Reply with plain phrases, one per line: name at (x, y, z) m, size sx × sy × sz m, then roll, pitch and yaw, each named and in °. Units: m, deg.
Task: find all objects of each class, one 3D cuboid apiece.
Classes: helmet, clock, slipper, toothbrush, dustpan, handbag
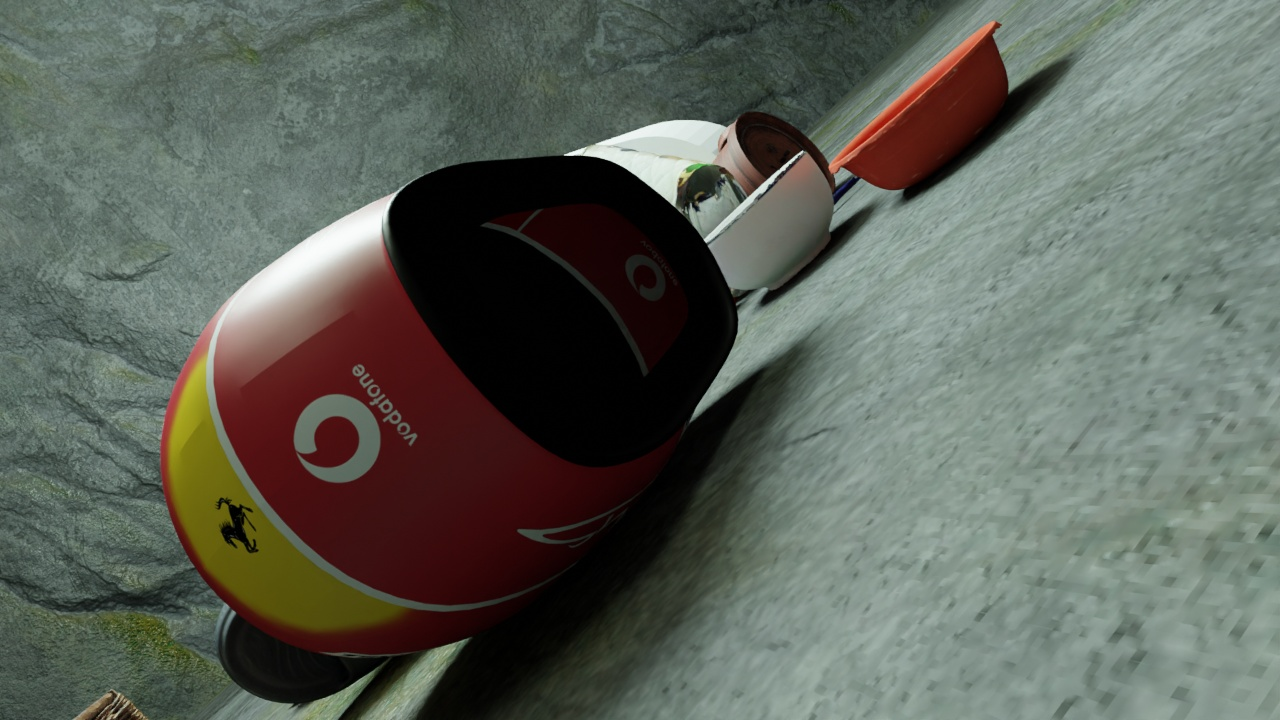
helmet at (-0.098, 0.028, 0.457) m, size 0.225 × 0.197 × 0.270 m, roll -40°, pitch -2°, yaw 32°
clock at (0.128, -0.185, 0.913) m, size 0.072 × 0.120 × 0.157 m, roll -49°, pitch 8°, yaw 42°
slipper at (-0.152, 0.133, 0.630) m, size 0.267 × 0.111 × 0.083 m, roll -40°, pitch 23°, yaw -31°
toothbrush at (0.148, -0.119, 0.786) m, size 0.189 × 0.016 × 0.017 m, roll -43°, pitch 15°, yaw 1°
dustpan at (0.039, -0.190, 1.107) m, size 0.258 × 0.191 × 0.053 m, roll -2°, pitch 34°, yaw 44°
handbag at (0.027, -0.134, 0.854) m, size 0.072 × 0.139 × 0.195 m, roll -41°, pitch 35°, yaw -17°

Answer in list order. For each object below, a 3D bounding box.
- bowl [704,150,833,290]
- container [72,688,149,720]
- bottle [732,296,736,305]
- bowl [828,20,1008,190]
bowl at (0.098, -0.095, 0.680) m, size 0.113 × 0.063 × 0.113 m, roll -43°, pitch 5°, yaw 5°
container at (-0.258, 0.243, 0.374) m, size 0.114 × 0.112 × 0.198 m, roll -43°, pitch 4°, yaw 0°
bottle at (0.030, -0.079, 0.770) m, size 0.036 × 0.119 × 0.036 m, roll -42°, pitch 5°, yaw 4°
bowl at (0.183, -0.150, 0.581) m, size 0.130 × 0.045 × 0.130 m, roll -43°, pitch 5°, yaw 4°
